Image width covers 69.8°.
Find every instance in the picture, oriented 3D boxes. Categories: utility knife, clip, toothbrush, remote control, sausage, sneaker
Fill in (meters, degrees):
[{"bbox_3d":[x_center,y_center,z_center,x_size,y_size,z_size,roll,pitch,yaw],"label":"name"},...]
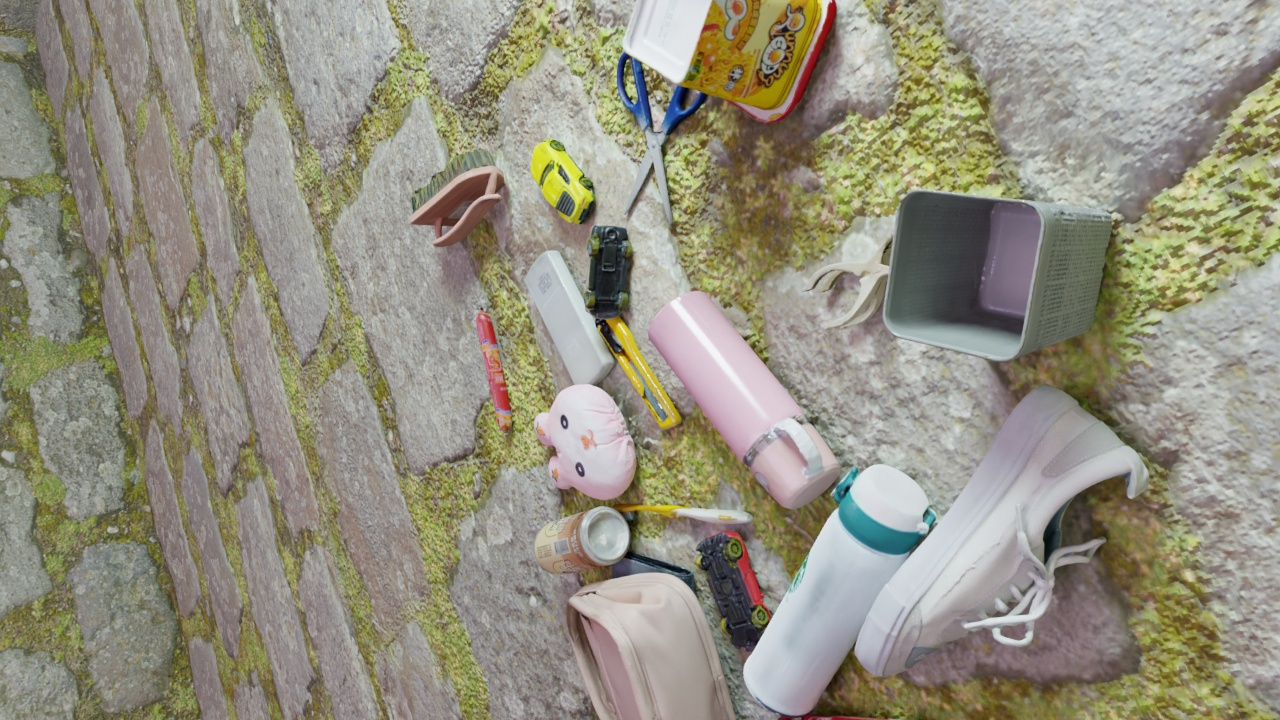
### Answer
[{"bbox_3d":[-0.005,0.005,0.897,0.153,0.015,0.033,57,136,24],"label":"utility knife"},{"bbox_3d":[0.174,-0.050,0.677,0.105,0.034,0.084,-16,81,40],"label":"clip"},{"bbox_3d":[0.036,0.149,0.878,0.192,0.016,0.018,-6,103,49],"label":"toothbrush"},{"bbox_3d":[-0.075,-0.043,0.962,0.058,0.021,0.150,-44,65,43],"label":"remote control"},{"bbox_3d":[-0.172,0.013,1.082,0.020,0.020,0.156,-17,85,48],"label":"sausage"},{"bbox_3d":[0.236,0.137,0.607,0.091,0.089,0.243,42,120,30],"label":"sneaker"}]

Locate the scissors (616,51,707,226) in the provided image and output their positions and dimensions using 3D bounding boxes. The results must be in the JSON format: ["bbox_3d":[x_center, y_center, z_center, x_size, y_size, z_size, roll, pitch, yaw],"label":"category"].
[{"bbox_3d":[0.015,-0.212,0.839,0.176,0.012,0.162,-44,66,44],"label":"scissors"}]

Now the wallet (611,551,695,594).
[{"bbox_3d":[0.013,0.248,0.921,0.121,0.019,0.097,3,100,49],"label":"wallet"}]

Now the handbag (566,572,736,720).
[{"bbox_3d":[-0.014,0.304,0.907,0.235,0.093,0.193,-6,103,60],"label":"handbag"}]

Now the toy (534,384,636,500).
[{"bbox_3d":[-0.063,0.089,0.952,0.160,0.054,0.121,-24,84,54],"label":"toy"}]

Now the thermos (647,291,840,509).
[{"bbox_3d":[0.084,0.027,0.756,0.198,0.067,0.087,54,167,29],"label":"thermos"}]

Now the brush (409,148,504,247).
[{"bbox_3d":[-0.204,-0.184,1.050,0.146,0.063,0.073,-23,76,46],"label":"brush"}]

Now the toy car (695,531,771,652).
[{"bbox_3d":[0.086,0.206,0.820,0.049,0.031,0.106,-35,70,46],"label":"toy car"}]

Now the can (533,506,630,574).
[{"bbox_3d":[-0.062,0.189,0.954,0.117,0.058,0.058,-29,75,54],"label":"can"}]

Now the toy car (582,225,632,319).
[{"bbox_3d":[-0.034,-0.086,0.894,0.035,0.042,0.090,-157,70,-69],"label":"toy car"}]

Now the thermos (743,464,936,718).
[{"bbox_3d":[0.150,0.180,0.717,0.073,0.073,0.225,43,126,35],"label":"thermos"}]

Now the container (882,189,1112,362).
[{"bbox_3d":[0.222,-0.056,0.559,0.090,0.114,0.090,20,111,45],"label":"container"}]

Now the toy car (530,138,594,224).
[{"bbox_3d":[-0.085,-0.184,0.940,0.105,0.032,0.048,56,133,28],"label":"toy car"}]

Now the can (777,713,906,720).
[{"bbox_3d":[0.169,0.312,0.730,0.133,0.053,0.053,-20,82,48],"label":"can"}]

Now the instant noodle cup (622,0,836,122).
[{"bbox_3d":[0.063,-0.252,0.694,0.116,0.123,0.116,44,127,35],"label":"instant noodle cup"}]
